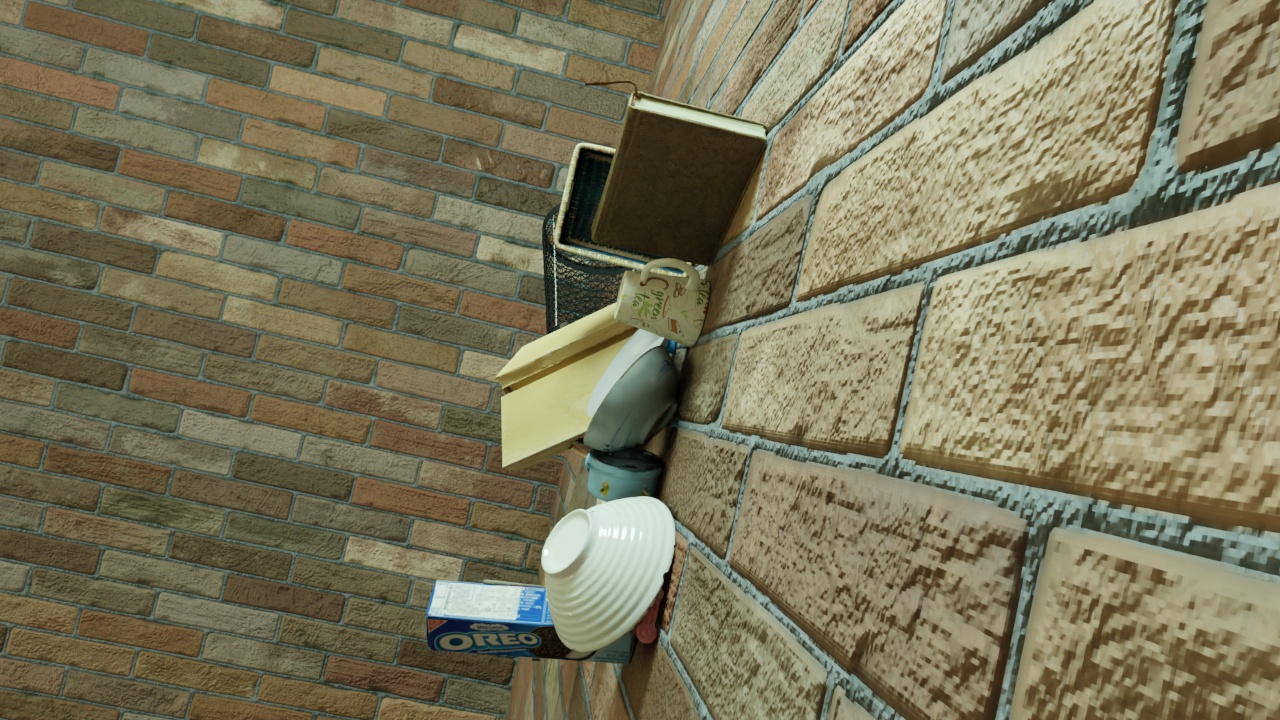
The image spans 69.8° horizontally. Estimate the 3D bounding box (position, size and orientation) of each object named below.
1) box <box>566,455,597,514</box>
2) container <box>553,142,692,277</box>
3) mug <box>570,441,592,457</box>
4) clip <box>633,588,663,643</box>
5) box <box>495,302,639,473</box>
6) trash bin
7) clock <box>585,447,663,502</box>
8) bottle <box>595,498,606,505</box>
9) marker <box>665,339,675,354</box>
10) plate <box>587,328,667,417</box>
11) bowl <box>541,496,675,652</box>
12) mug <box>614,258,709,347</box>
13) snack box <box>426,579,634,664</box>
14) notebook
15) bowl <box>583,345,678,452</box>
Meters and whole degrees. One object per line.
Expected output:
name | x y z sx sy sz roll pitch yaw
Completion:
box | -0.063 0.189 1.379 0.149 0.043 0.215 -54 16 44
container | -0.010 -0.200 1.230 0.071 0.187 0.145 -91 15 -80
mug | -0.081 0.085 1.388 0.104 0.085 0.112 -56 10 -12
clip | 0.009 0.250 0.906 0.035 0.022 0.057 117 167 -79
box | -0.088 0.017 1.328 0.248 0.096 0.260 -25 40 22
trash bin | -0.072 -0.124 1.602 0.217 0.217 0.242 113 161 -58
clock | -0.021 0.134 1.108 0.124 0.088 0.052 -114 31 -76
bottle | -0.034 0.210 1.201 0.057 0.056 0.161 114 167 -61
marker | 0.045 -0.057 1.235 0.018 0.015 0.122 109 173 -49
plate | -0.007 0.007 1.170 0.173 0.019 0.172 -49 14 16
bowl | -0.052 0.202 0.945 0.178 0.071 0.177 -37 30 25
mug | 0.027 -0.076 1.056 0.122 0.097 0.080 113 168 -57
snack box | -0.119 0.290 1.017 0.059 0.226 0.059 -88 4 -56
notebook | 0.016 -0.195 0.993 0.216 0.190 0.034 115 165 -55
bowl | 0.003 0.057 1.072 0.150 0.057 0.151 -48 -14 -17
